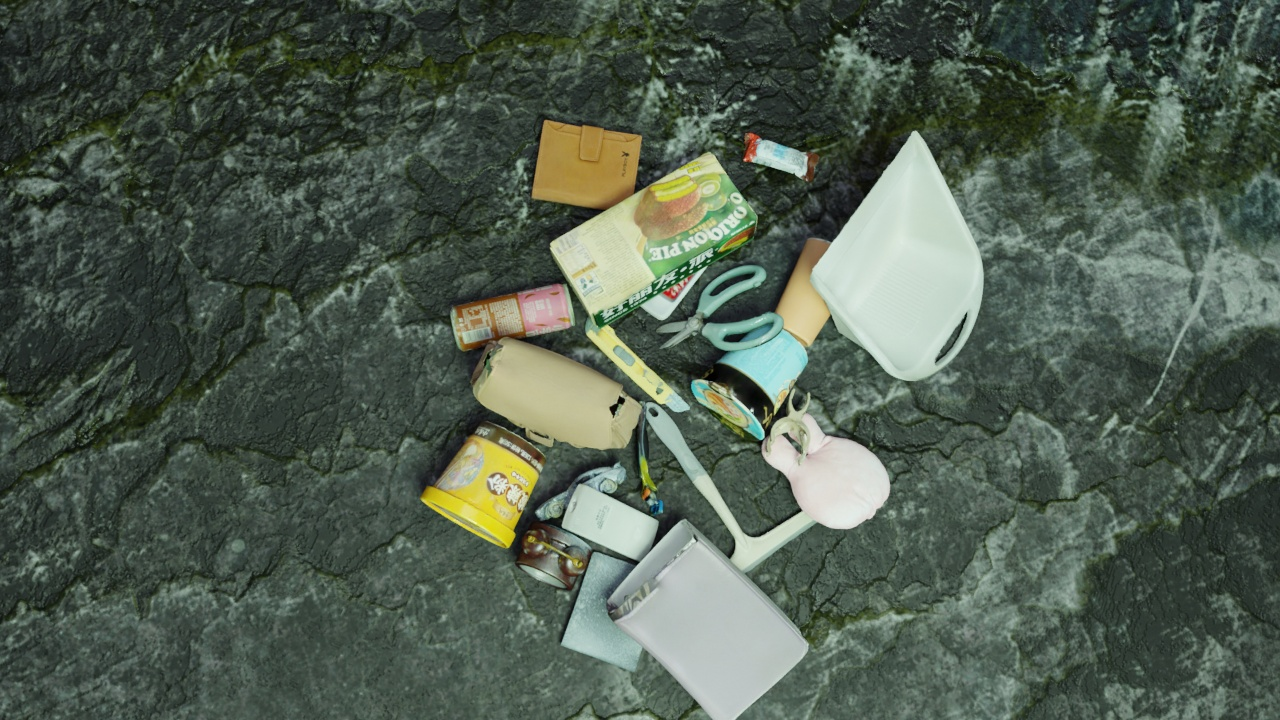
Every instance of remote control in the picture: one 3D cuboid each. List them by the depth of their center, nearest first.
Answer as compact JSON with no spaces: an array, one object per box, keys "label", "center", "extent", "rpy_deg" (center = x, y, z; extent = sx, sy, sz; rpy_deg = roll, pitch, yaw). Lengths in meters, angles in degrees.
[{"label":"remote control","center":[-0.034,0.195,1.090],"extent":[0.135,0.019,0.056],"rpy_deg":[32,73,-39]},{"label":"remote control","center":[0.048,-0.117,1.184],"extent":[0.056,0.020,0.136],"rpy_deg":[38,80,1]}]

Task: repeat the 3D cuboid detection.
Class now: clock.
[{"label":"clock","center":[-0.102,0.227,1.070],"extent":[0.082,0.122,0.055],"rpy_deg":[26,67,0]}]

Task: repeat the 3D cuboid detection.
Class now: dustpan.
[{"label":"dustpan","center":[0.337,-0.098,1.120],"extent":[0.143,0.258,0.222],"rpy_deg":[32,79,25]}]

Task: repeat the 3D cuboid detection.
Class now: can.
[{"label":"can","center":[-0.158,-0.054,1.138],"extent":[0.147,0.058,0.058],"rpy_deg":[-13,82,-7]}]

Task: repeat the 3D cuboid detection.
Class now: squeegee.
[{"label":"squeegee","center":[0.078,0.152,1.136],"extent":[0.246,0.039,0.246],"rpy_deg":[-33,85,-9]}]

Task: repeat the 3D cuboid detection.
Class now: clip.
[{"label":"clip","center":[0.174,0.079,1.125],"extent":[0.089,0.035,0.103],"rpy_deg":[-2,53,-4]}]

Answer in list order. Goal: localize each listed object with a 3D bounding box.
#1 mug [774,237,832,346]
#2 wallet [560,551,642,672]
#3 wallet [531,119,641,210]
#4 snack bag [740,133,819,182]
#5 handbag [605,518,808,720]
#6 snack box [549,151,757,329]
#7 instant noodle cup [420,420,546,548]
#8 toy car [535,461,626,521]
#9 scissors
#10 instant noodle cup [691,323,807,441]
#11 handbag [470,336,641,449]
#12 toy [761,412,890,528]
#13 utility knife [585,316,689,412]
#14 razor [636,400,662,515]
[{"label":"mug","center":[0.217,-0.084,1.169],"extent":[0.078,0.078,0.122],"rpy_deg":[30,85,0]},{"label":"wallet","center":[-0.032,0.304,1.115],"extent":[0.097,0.019,0.120],"rpy_deg":[21,79,-3]},{"label":"wallet","center":[-0.069,-0.251,1.191],"extent":[0.132,0.031,0.107],"rpy_deg":[9,82,-5]},{"label":"snack bag","center":[0.184,-0.270,1.216],"extent":[0.105,0.026,0.045],"rpy_deg":[17,71,-3]},{"label":"handbag","center":[0.075,0.305,1.069],"extent":[0.145,0.098,0.197],"rpy_deg":[-45,99,-4]},{"label":"snack box","center":[0.017,-0.150,1.149],"extent":[0.240,0.063,0.114],"rpy_deg":[-31,75,-5]},{"label":"instant noodle cup","center":[-0.178,0.143,1.081],"extent":[0.118,0.119,0.114],"rpy_deg":[30,71,0]},{"label":"toy car","center":[-0.072,0.159,1.114],"extent":[0.120,0.054,0.037],"rpy_deg":[-27,86,-8]},{"label":"scissors","center":[0.102,-0.067,1.158],"extent":[0.175,0.019,0.176],"rpy_deg":[-4,50,27]},{"label":"instant noodle cup","center":[0.142,0.019,1.133],"extent":[0.111,0.111,0.120],"rpy_deg":[41,74,2]},{"label":"handbag","center":[-0.103,0.046,1.081],"extent":[0.204,0.148,0.099],"rpy_deg":[21,78,3]},{"label":"toy","center":[0.230,0.135,1.139],"extent":[0.121,0.054,0.159],"rpy_deg":[-40,74,-24]},{"label":"utility knife","center":[-0.007,0.007,1.166],"extent":[0.175,0.019,0.031],"rpy_deg":[43,86,-2]},{"label":"razor","center":[0.005,0.119,1.126],"extent":[0.022,0.043,0.142],"rpy_deg":[-4,79,-16]}]
